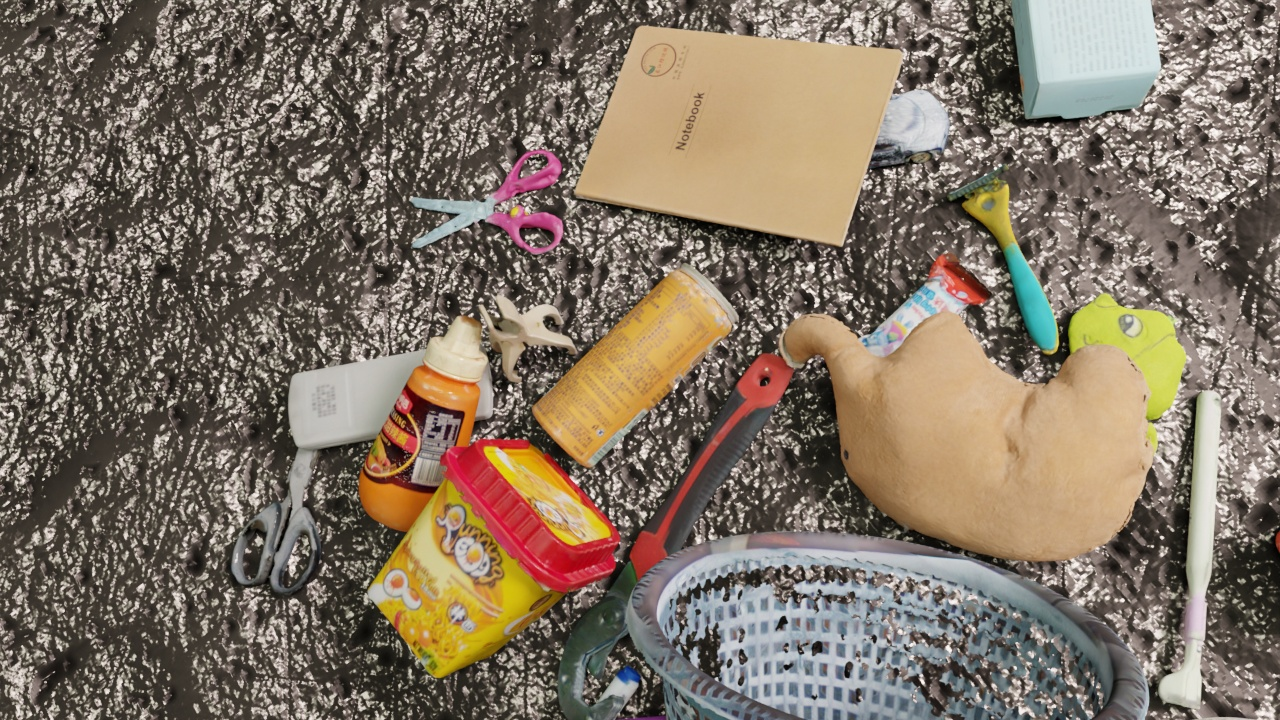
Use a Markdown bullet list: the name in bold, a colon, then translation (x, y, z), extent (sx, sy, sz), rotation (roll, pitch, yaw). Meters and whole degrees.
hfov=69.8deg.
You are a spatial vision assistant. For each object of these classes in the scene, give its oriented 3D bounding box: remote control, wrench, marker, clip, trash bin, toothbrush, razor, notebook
- **remote control**: translation (-0.182, 0.026, 0.670), extent (0.150, 0.021, 0.058), rotation (-10, 75, 5)
- **wrench**: translation (0.022, 0.112, 0.606), extent (0.056, 0.016, 0.273), rotation (24, 79, 38)
- **marker**: translation (-0.047, 0.260, 0.590), extent (0.017, 0.017, 0.145), rotation (35, 85, 17)
- **clip**: translation (-0.091, -0.012, 0.632), extent (0.095, 0.102, 0.035), rotation (-35, 72, 28)
- **trash bin**: translation (0.101, 0.212, 0.440), extent (0.227, 0.226, 0.195), rotation (6, 100, 13)
- **toothbrush**: translation (0.332, 0.109, 0.548), extent (0.029, 0.020, 0.189), rotation (16, 77, -16)
- **razor**: translation (0.245, -0.064, 0.603), extent (0.043, 0.028, 0.132), rotation (-27, 67, 28)
- **notebook**: translation (0.065, -0.167, 0.659), extent (0.208, 0.008, 0.147), rotation (15, 80, 25)

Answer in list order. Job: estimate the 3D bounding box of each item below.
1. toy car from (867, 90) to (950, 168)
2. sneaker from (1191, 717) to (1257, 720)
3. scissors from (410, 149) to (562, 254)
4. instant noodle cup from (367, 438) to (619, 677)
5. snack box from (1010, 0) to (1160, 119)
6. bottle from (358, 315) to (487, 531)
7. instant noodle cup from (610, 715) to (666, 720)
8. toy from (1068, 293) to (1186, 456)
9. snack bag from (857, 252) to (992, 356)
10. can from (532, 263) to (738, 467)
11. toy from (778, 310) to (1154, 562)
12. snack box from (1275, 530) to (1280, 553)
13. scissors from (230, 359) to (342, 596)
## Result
- **toy car**: translation (0.164, -0.160, 0.643), extent (0.106, 0.031, 0.049), rotation (-9, 75, 9)
- **sneaker**: translation (0.258, 0.253, 0.491), extent (0.241, 0.088, 0.118), rotation (-14, 74, 9)
- **scissors**: translation (-0.116, -0.123, 0.701), extent (0.136, 0.017, 0.108), rotation (11, 80, 18)
- **instant noodle cup**: translation (-0.097, 0.128, 0.589), extent (0.116, 0.116, 0.124), rotation (45, 100, 18)
- **snack box**: translation (0.297, -0.255, 0.628), extent (0.074, 0.051, 0.174), rotation (-3, 75, 12)
- **bottle**: translation (-0.140, 0.040, 0.619), extent (0.067, 0.066, 0.149), rotation (26, 103, 16)
- **instant noodle cup**: translation (-0.023, 0.259, 0.533), extent (0.099, 0.111, 0.111), rotation (0, 76, 9)
- **toy**: translation (0.297, 0.012, 0.572), extent (0.100, 0.031, 0.096), rotation (-38, 76, 5)
- **snack bag**: translation (0.181, -0.024, 0.608), extent (0.105, 0.026, 0.045), rotation (-45, 79, 1)
- **can**: translation (-0.004, 0.004, 0.622), extent (0.146, 0.058, 0.058), rotation (-44, 72, -2)
- **toy**: translation (0.182, 0.042, 0.557), extent (0.226, 0.082, 0.143), rotation (15, 99, 22)
- **snack box**: translation (0.406, 0.102, 0.499), extent (0.080, 0.091, 0.082), rotation (-29, 72, 11)
- **scissors**: translation (-0.260, 0.083, 0.680), extent (0.133, 0.014, 0.175), rotation (-23, 72, 4)
